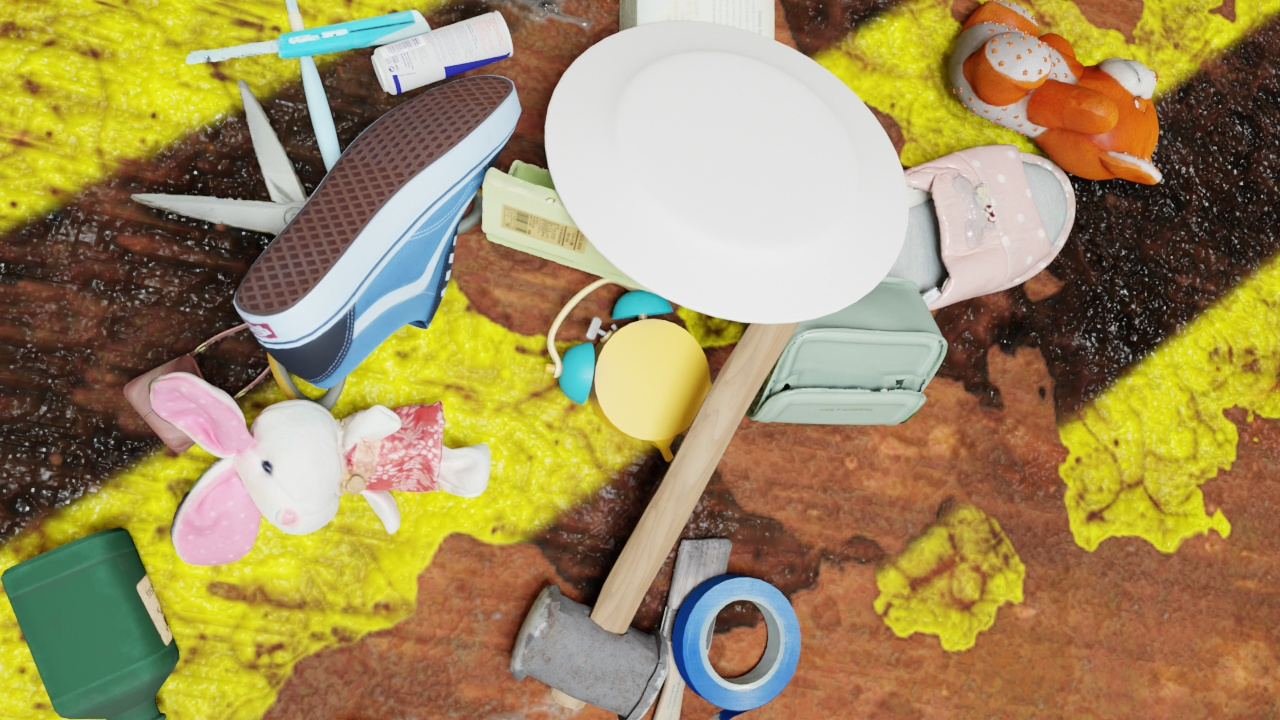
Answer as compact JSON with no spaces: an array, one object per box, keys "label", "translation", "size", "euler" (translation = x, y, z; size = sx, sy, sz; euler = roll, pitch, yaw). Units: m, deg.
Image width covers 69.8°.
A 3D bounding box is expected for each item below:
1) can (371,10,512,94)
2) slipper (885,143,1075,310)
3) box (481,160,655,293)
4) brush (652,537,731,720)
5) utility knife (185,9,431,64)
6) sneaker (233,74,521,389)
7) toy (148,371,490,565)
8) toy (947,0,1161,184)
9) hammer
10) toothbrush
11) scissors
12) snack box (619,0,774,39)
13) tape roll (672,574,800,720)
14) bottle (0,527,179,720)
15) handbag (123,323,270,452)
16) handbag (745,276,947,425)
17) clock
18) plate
[{"label":"can","translation":[-0.138,-0.215,0.643],"size":[0.095,0.032,0.032],"euler":[-23,89,-14]},{"label":"slipper","translation":[0.225,-0.093,0.697],"size":[0.274,0.054,0.114],"euler":[-21,89,-15]},{"label":"box","translation":[-0.011,-0.078,0.613],"size":[0.188,0.127,0.066],"euler":[17,102,-4]},{"label":"brush","translation":[0.031,0.197,0.644],"size":[0.039,0.012,0.151],"euler":[15,82,-11]},{"label":"utility knife","translation":[-0.221,-0.213,0.620],"size":[0.161,0.015,0.022],"euler":[-21,82,-24]},{"label":"sneaker","translation":[-0.153,-0.083,0.595],"size":[0.083,0.098,0.240],"euler":[17,59,27]},{"label":"toy","translation":[-0.193,0.066,0.570],"size":[0.194,0.159,0.084],"euler":[2,39,-21]},{"label":"toy","translation":[0.323,-0.204,0.700],"size":[0.172,0.163,0.093],"euler":[31,122,-7]},{"label":"hammer","translation":[0.026,0.082,0.591],"size":[0.098,0.052,0.328],"euler":[27,97,-8]},{"label":"toothbrush","translation":[-0.227,-0.199,0.631],"size":[0.022,0.016,0.155],"euler":[-11,84,-52]},{"label":"scissors","translation":[-0.205,-0.082,0.609],"size":[0.229,0.016,0.225],"euler":[-17,92,-21]},{"label":"snack box","translation":[0.040,-0.248,0.674],"size":[0.104,0.057,0.207],"euler":[2,84,-13]},{"label":"tape roll","translation":[0.068,0.196,0.640],"size":[0.091,0.016,0.093],"euler":[-23,96,-23]},{"label":"bottle","translation":[-0.317,0.171,0.545],"size":[0.061,0.061,0.131],"euler":[-23,89,-12]},{"label":"handbag","translation":[-0.266,0.003,0.597],"size":[0.119,0.029,0.055],"euler":[-40,95,-19]},{"label":"handbag","translation":[0.143,0.000,0.647],"size":[0.121,0.106,0.067],"euler":[2,42,-13]},{"label":"clock","translation":[-0.004,0.004,0.644],"size":[0.129,0.044,0.099],"euler":[46,77,-11]},{"label":"plate","translation":[0.061,-0.132,0.581],"size":[0.242,0.016,0.242],"euler":[6,61,-12]}]
